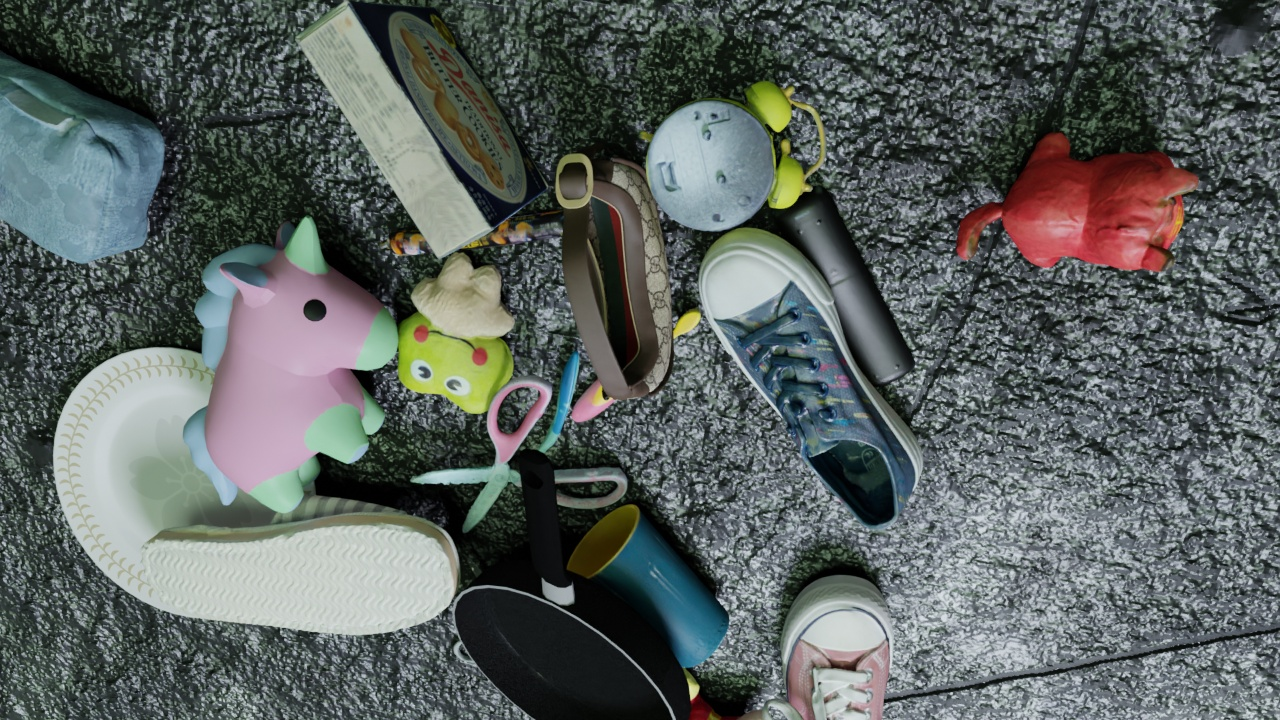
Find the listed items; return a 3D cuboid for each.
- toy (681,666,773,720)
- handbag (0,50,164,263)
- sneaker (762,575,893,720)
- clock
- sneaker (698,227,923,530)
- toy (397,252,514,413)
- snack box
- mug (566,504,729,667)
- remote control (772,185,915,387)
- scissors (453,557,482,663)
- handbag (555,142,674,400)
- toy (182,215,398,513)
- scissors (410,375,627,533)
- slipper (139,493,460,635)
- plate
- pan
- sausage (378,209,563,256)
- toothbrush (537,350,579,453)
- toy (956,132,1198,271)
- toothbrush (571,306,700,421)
[{"bbox_3d":[0.038,0.309,0.779,0.137,0.067,0.106,25,121,8],"label":"toy"},{"bbox_3d":[-0.448,-0.147,0.647,0.192,0.118,0.122,29,114,3],"label":"handbag"},{"bbox_3d":[0.157,0.288,0.732,0.118,0.087,0.241,-1,113,10],"label":"sneaker"},{"bbox_3d":[0.061,-0.132,0.596,0.119,0.057,0.083,-10,109,14],"label":"clock"},{"bbox_3d":[0.112,0.021,0.628,0.088,0.079,0.235,-27,108,34],"label":"sneaker"},{"bbox_3d":[-0.135,-0.021,0.683,0.092,0.043,0.118,21,112,2],"label":"toy"},{"bbox_3d":[-0.127,-0.149,0.574,0.043,0.144,0.144,-28,104,17],"label":"snack box"},{"bbox_3d":[0.010,0.183,0.726,0.078,0.078,0.121,-38,106,21],"label":"mug"},{"bbox_3d":[0.142,-0.047,0.636,0.041,0.020,0.152,-26,108,18],"label":"remote control"},{"bbox_3d":[-0.101,0.237,0.799,0.142,0.014,0.175,-39,102,25],"label":"scissors"},{"bbox_3d":[-0.019,-0.056,0.594,0.063,0.138,0.166,-6,101,10],"label":"handbag"},{"bbox_3d":[-0.274,0.011,0.679,0.222,0.120,0.171,-36,108,15],"label":"toy"},{"bbox_3d":[-0.087,0.089,0.717,0.168,0.014,0.171,26,120,-14],"label":"scissors"},{"bbox_3d":[-0.273,0.165,0.741,0.273,0.054,0.114,-5,108,12],"label":"slipper"},{"bbox_3d":[-0.386,0.105,0.781,0.243,0.016,0.243,2,104,9],"label":"plate"},{"bbox_3d":[-0.054,0.179,0.667,0.204,0.043,0.356,20,135,21],"label":"pan"},{"bbox_3d":[-0.117,-0.091,0.664,0.155,0.020,0.020,-5,111,12],"label":"sausage"},{"bbox_3d":[-0.066,0.050,0.712,0.017,0.022,0.135,18,118,-8],"label":"toothbrush"},{"bbox_3d":[0.262,-0.090,0.558,0.133,0.093,0.088,-6,111,14],"label":"toy"},{"bbox_3d":[-0.004,0.004,0.687,0.021,0.016,0.136,44,114,-11],"label":"toothbrush"}]
